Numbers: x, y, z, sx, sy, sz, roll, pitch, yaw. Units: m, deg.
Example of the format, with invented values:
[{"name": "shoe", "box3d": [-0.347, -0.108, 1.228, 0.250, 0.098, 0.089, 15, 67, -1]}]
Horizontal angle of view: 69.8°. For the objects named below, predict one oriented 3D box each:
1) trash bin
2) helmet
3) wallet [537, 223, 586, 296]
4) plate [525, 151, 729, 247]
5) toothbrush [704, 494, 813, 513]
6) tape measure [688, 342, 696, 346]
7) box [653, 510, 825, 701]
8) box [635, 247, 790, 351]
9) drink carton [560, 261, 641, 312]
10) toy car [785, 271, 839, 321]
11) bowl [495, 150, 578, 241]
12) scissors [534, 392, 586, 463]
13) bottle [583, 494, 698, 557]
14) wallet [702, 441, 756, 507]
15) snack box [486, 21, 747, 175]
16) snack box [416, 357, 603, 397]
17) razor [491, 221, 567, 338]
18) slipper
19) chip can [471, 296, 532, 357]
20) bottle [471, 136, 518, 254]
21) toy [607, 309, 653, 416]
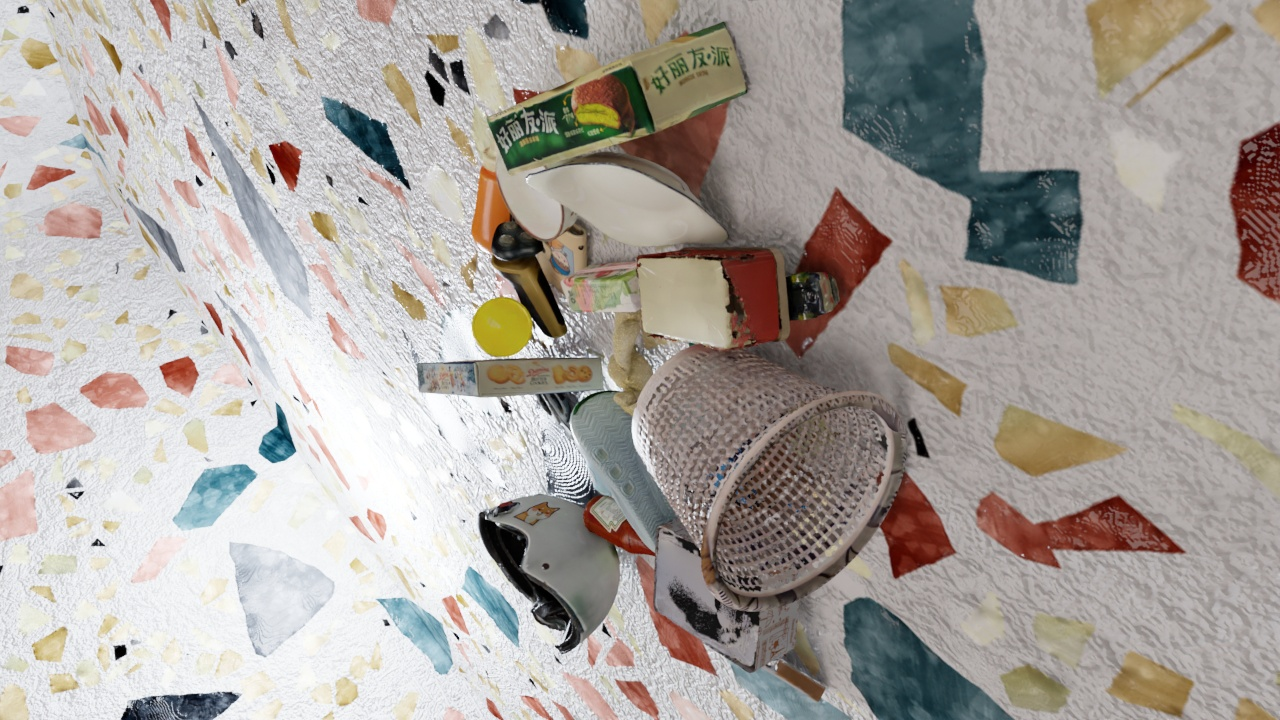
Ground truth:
[{"name": "trash bin", "box3d": [0.101, 0.087, 0.863, 0.192, 0.227, 0.228, 41, 149, 47]}, {"name": "helmet", "box3d": [-0.127, 0.302, 1.417, 0.274, 0.156, 0.230, 28, 143, 55]}, {"name": "wallet", "box3d": [-0.095, -0.128, 1.092, 0.087, 0.024, 0.115, 35, 149, 25]}, {"name": "plate", "box3d": [-0.008, -0.156, 0.872, 0.164, 0.034, 0.164, 5, 163, 47]}, {"name": "toothbrush", "box3d": [0.133, 0.169, 1.063, 0.190, 0.016, 0.014, -6, 121, 55]}, {"name": "tape measure", "box3d": [0.073, -0.022, 0.955, 0.058, 0.025, 0.054, 25, 139, 40]}, {"name": "box", "box3d": [0.119, 0.320, 1.138, 0.179, 0.126, 0.274, 20, 139, 44]}, {"name": "box", "box3d": [0.055, -0.057, 0.850, 0.168, 0.079, 0.091, 13, 112, 62]}, {"name": "drink carton", "box3d": [-0.032, -0.083, 1.016, 0.123, 0.053, 0.045, 4, 121, 52]}, {"name": "toy car", "box3d": [0.138, -0.055, 0.816, 0.091, 0.035, 0.042, -7, 94, 62]}, {"name": "bowl", "box3d": [-0.100, -0.193, 0.999, 0.113, 0.062, 0.114, 34, 142, 31]}, {"name": "scissors", "box3d": [-0.095, 0.108, 1.326, 0.175, 0.014, 0.136, 45, 149, 18]}, {"name": "bottle", "box3d": [0.003, 0.245, 1.276, 0.206, 0.059, 0.060, 18, 133, 45]}, {"name": "wallet", "box3d": [0.076, 0.102, 1.056, 0.133, 0.040, 0.106, 30, 150, 36]}, {"name": "snack box", "box3d": [-0.029, -0.226, 0.816, 0.241, 0.114, 0.063, 2, 118, 54]}, {"name": "snack box", "box3d": [-0.170, 0.020, 1.188, 0.183, 0.177, 0.046, -1, 91, 54]}, {"name": "razor", "box3d": [-0.128, -0.092, 1.112, 0.068, 0.062, 0.167, -12, 133, 14]}, {"name": "slipper", "box3d": [-0.010, 0.141, 1.158, 0.074, 0.103, 0.245, 5, 129, 55]}, {"name": "chip can", "box3d": [-0.182, -0.038, 1.183, 0.073, 0.073, 0.217, 59, 170, -5]}, {"name": "bottle", "box3d": [-0.168, -0.200, 1.094, 0.067, 0.066, 0.150, 37, 137, 29]}, {"name": "toy", "box3d": [-0.006, 0.006, 1.054, 0.105, 0.066, 0.157, -96, -4, -48]}]
